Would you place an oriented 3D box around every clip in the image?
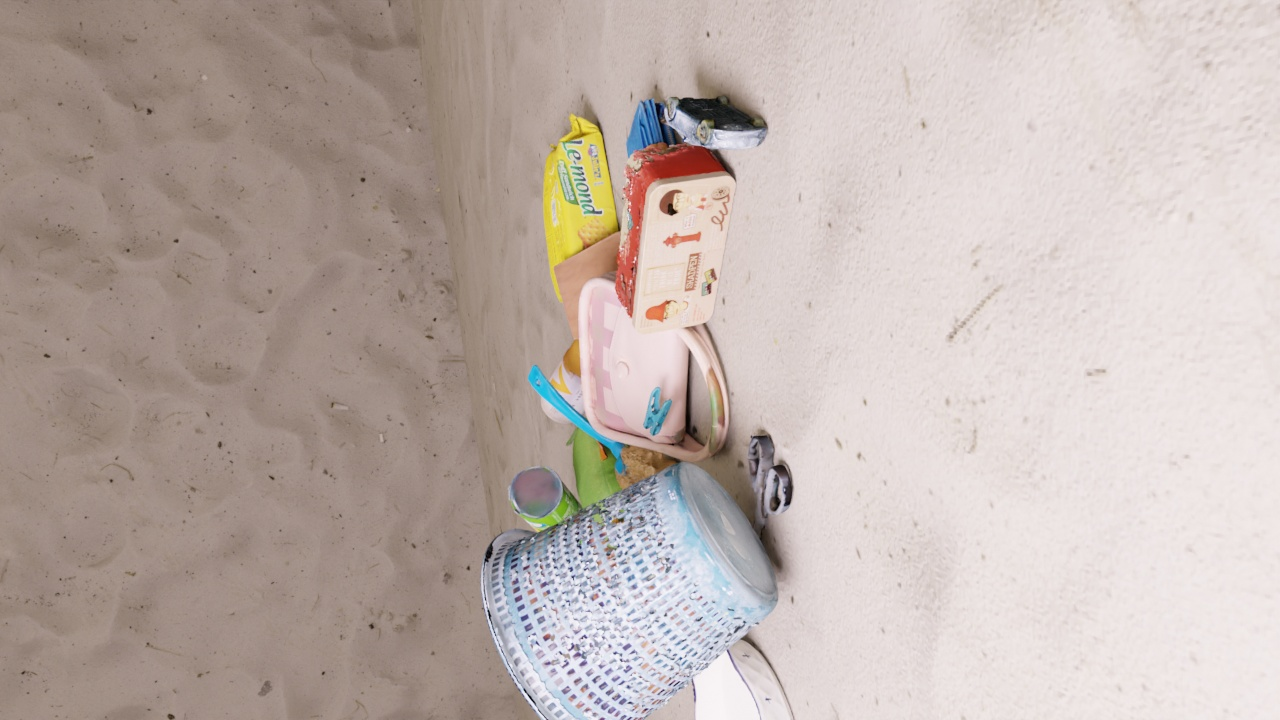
[{"bbox_3d":[0.016,0.053,0.937,0.041,0.014,0.056,47,136,30],"label":"clip"}]

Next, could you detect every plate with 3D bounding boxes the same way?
[{"bbox_3d":[0.106,0.376,0.928,0.205,0.045,0.205,171,90,-74],"label":"plate"}]

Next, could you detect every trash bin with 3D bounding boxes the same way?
[{"bbox_3d":[0.005,0.202,0.816,0.226,0.195,0.226,50,-165,-19],"label":"trash bin"}]

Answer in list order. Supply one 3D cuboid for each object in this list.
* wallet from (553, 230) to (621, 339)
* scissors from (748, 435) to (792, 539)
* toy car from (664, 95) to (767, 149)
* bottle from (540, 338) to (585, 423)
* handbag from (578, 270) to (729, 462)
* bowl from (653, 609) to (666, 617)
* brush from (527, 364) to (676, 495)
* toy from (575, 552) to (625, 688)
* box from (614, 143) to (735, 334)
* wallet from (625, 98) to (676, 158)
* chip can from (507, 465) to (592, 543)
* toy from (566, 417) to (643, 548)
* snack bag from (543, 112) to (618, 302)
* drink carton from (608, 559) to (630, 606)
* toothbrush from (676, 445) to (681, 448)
[{"bbox_3d":[-0.049,-0.091,1.117,0.116,0.020,0.101,-21,79,32],"label":"wallet"},{"bbox_3d":[0.113,0.150,0.846,0.145,0.014,0.172,-166,68,-73],"label":"scissors"},{"bbox_3d":[0.061,-0.197,0.770,0.120,0.054,0.037,-129,37,-56],"label":"toy car"},{"bbox_3d":[-0.075,0.011,1.248,0.190,0.068,0.068,-55,43,41],"label":"bottle"},{"bbox_3d":[0.025,0.018,0.978,0.234,0.093,0.193,35,132,51],"label":"handbag"},{"bbox_3d":[0.061,0.230,0.947,0.114,0.062,0.113,-13,75,60],"label":"bowl"},{"bbox_3d":[-0.049,0.092,1.105,0.254,0.045,0.083,40,127,19],"label":"brush"},{"bbox_3d":[-0.069,0.353,1.338,0.092,0.137,0.355,-50,36,27],"label":"toy"},{"bbox_3d":[0.024,-0.117,0.864,0.079,0.091,0.169,-120,27,-43],"label":"box"},{"bbox_3d":[0.014,-0.189,0.956,0.106,0.040,0.133,127,131,-73],"label":"wallet"},{"bbox_3d":[-0.111,0.207,1.225,0.236,0.072,0.072,71,-178,-65],"label":"chip can"},{"bbox_3d":[-0.040,0.168,1.221,0.227,0.090,0.246,86,170,-55],"label":"toy"},{"bbox_3d":[-0.083,-0.186,1.217,0.158,0.068,0.246,169,93,-73],"label":"snack bag"},{"bbox_3d":[-0.012,0.334,1.271,0.122,0.053,0.046,-117,23,-46],"label":"drink carton"},{"bbox_3d":[0.031,0.092,1.077,0.192,0.016,0.018,-149,42,-68],"label":"toothbrush"}]
